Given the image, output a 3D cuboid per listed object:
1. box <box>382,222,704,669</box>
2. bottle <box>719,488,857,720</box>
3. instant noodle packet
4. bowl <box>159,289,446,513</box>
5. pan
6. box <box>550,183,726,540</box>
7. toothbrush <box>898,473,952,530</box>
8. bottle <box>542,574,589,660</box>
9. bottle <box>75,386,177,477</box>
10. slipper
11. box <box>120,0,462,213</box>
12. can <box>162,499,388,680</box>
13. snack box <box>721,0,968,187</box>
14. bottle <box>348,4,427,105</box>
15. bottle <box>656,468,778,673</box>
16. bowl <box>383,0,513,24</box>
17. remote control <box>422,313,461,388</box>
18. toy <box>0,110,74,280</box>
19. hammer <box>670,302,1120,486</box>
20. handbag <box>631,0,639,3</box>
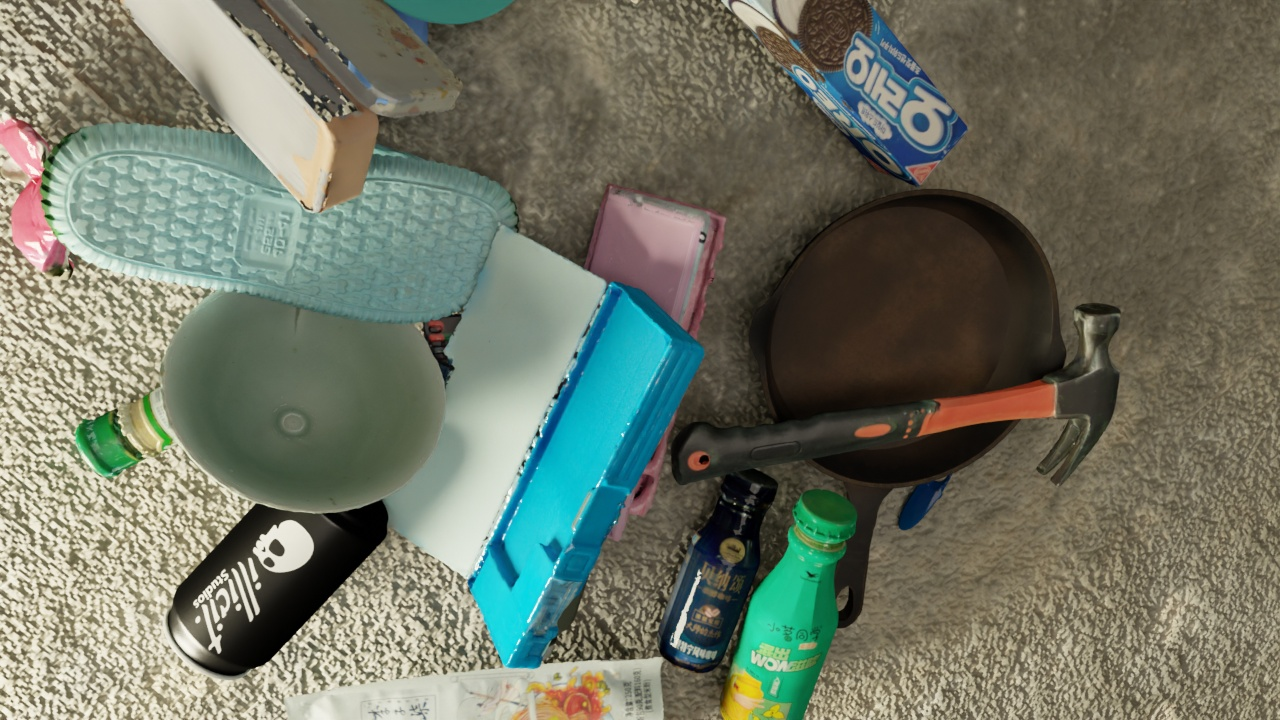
[{"bbox_3d":[-0.068,0.055,0.609,0.063,0.174,0.244,3,119,-55],"label":"box"},{"bbox_3d":[0.115,0.195,0.697,0.068,0.068,0.210,6,116,-13],"label":"bottle"},{"bbox_3d":[-0.118,0.283,0.694,0.269,0.057,0.147,-4,126,-12],"label":"instant noodle packet"},{"bbox_3d":[-0.217,0.030,0.595,0.174,0.173,0.068,23,138,-16],"label":"bowl"},{"bbox_3d":[0.183,0.044,0.704,0.248,0.043,0.356,6,108,-12],"label":"pan"},{"bbox_3d":[-0.005,0.004,0.630,0.099,0.098,0.233,13,102,-15],"label":"box"},{"bbox_3d":[0.249,0.084,0.743,0.021,0.016,0.132,36,96,18],"label":"toothbrush"},{"bbox_3d":[-0.071,0.163,0.679,0.060,0.060,0.108,15,101,-15],"label":"bottle"},{"bbox_3d":[-0.312,0.036,0.609,0.110,0.042,0.043,-27,108,-5],"label":"bottle"},{"bbox_3d":[-0.215,-0.089,0.580,0.275,0.069,0.116,6,107,-27],"label":"slipper"},{"bbox_3d":[-0.218,-0.188,0.521,0.216,0.094,0.108,46,113,7],"label":"box"},{"bbox_3d":[-0.247,0.140,0.627,0.080,0.080,0.146,43,93,-18],"label":"can"},{"bbox_3d":[0.124,-0.205,0.596,0.226,0.059,0.059,36,95,-33],"label":"snack box"},{"bbox_3d":[-0.156,-0.225,0.567,0.048,0.048,0.131,1,104,-12],"label":"bottle"},{"bbox_3d":[0.061,0.160,0.705,0.056,0.056,0.161,17,100,-15],"label":"bottle"},{"bbox_3d":[-0.111,-0.260,0.524,0.121,0.046,0.121,-1,121,-2],"label":"bowl"},{"bbox_3d":[-0.127,0.036,0.656,0.045,0.021,0.140,-4,101,-8],"label":"remote control"},{"bbox_3d":[-0.359,-0.100,0.560,0.050,0.066,0.102,-22,107,-39],"label":"toy"},{"bbox_3d":[0.186,0.045,0.666,0.333,0.033,0.133,-8,111,-6],"label":"hammer"},{"bbox_3d":[-0.023,-0.353,0.546,0.198,0.101,0.194,39,94,-5],"label":"handbag"}]
